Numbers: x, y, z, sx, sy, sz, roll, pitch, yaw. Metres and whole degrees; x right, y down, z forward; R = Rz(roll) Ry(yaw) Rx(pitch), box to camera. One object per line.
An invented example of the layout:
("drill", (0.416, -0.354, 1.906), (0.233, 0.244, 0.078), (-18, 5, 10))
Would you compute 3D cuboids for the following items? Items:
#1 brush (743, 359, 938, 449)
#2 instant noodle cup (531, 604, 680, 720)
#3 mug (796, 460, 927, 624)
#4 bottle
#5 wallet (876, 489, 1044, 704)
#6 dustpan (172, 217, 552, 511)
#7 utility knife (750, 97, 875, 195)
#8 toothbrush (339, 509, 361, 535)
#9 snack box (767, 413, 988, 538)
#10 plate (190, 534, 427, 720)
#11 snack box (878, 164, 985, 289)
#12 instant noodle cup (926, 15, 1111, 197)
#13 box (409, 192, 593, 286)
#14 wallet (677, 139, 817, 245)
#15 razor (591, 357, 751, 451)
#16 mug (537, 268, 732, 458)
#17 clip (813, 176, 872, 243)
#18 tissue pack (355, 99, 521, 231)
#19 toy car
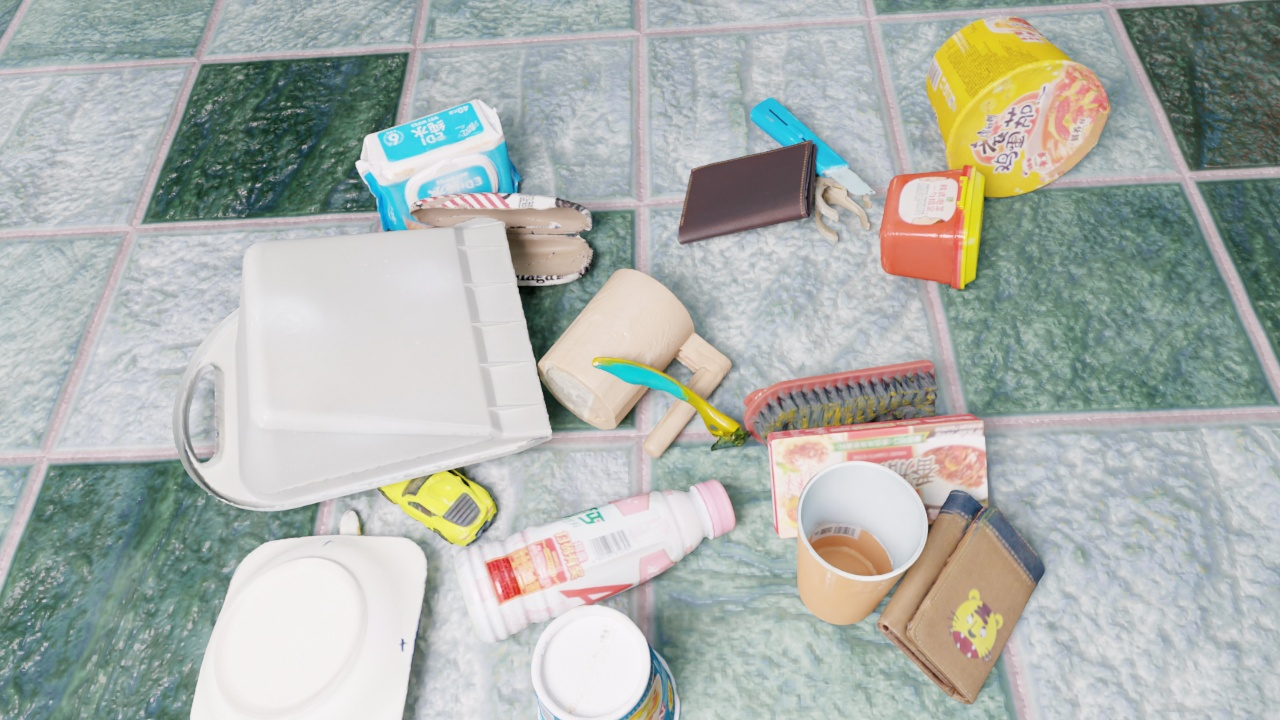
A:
("brush", (0.152, 0.036, 0.707), (0.146, 0.063, 0.069), (-8, 26, 2))
("instant noodle cup", (-0.026, 0.205, 0.578), (0.099, 0.110, 0.099), (-2, 58, 4))
("mug", (0.137, 0.128, 0.606), (0.078, 0.123, 0.078), (-2, 58, 3))
("bottle", (-0.029, 0.135, 0.652), (0.196, 0.068, 0.068), (-19, 58, -12))
("wallet", (0.217, 0.157, 0.617), (0.090, 0.033, 0.115), (45, 67, -10))
("dustpan", (-0.231, 0.009, 0.729), (0.257, 0.143, 0.222), (-1, 56, -25))
("utility knife", (0.158, -0.197, 0.853), (0.034, 0.018, 0.191), (-23, 45, -11))
("toothbrush", (-0.202, 0.192, 0.659), (0.016, 0.018, 0.191), (-13, 55, -6))
("snack box", (0.171, 0.084, 0.665), (0.153, 0.025, 0.075), (-5, 99, 1))
("plate", (-0.235, 0.194, 0.634), (0.164, 0.034, 0.163), (-6, 57, 13))
("snack box", (0.248, -0.116, 0.783), (0.080, 0.082, 0.091), (6, 57, 20))
("instant noodle cup", (0.327, -0.234, 0.825), (0.138, 0.138, 0.109), (-8, 48, 0))
("box", (-0.123, -0.100, 0.816), (0.163, 0.076, 0.087), (0, 83, 5))
("wallet", (0.096, -0.153, 0.830), (0.122, 0.020, 0.096), (-8, 50, 26))
("razor", (0.021, 0.028, 0.688), (0.132, 0.043, 0.028), (31, 72, -17))
("mug", (-0.004, 0.004, 0.731), (0.124, 0.084, 0.103), (39, 67, 2))
("clip", (0.184, -0.156, 0.841), (0.083, 0.035, 0.104), (-10, 49, 3))
("tissue pack", (-0.184, -0.174, 0.849), (0.140, 0.090, 0.063), (-22, 57, -10))
("toy car", (-0.159, 0.100, 0.704), (0.105, 0.032, 0.048), (28, 64, 23))
